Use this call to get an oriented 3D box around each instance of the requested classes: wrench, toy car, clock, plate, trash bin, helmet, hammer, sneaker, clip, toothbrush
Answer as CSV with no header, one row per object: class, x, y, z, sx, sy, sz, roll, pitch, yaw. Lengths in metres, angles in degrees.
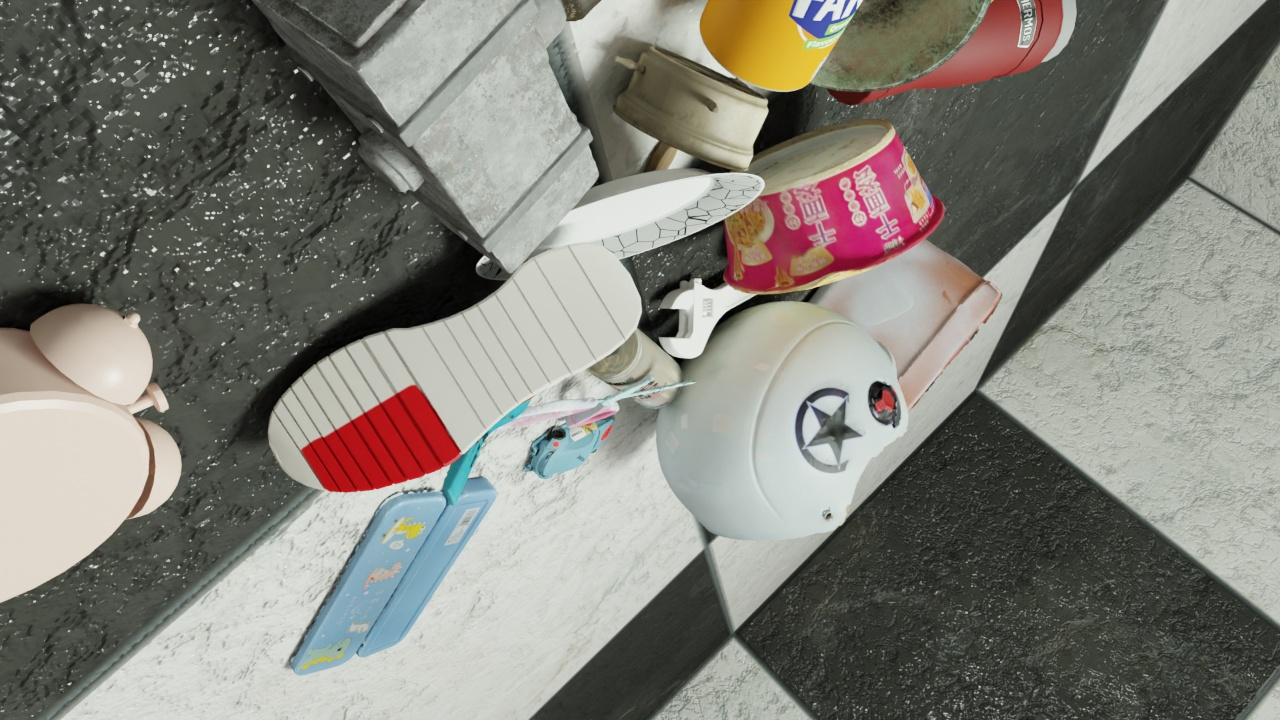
wrench,0.109,-0.076,0.887,0.272,0.018,0.066,-31,116,-40
toy car,-0.058,0.080,0.869,0.107,0.027,0.060,-25,148,-41
clock,0.044,-0.163,0.583,0.140,0.093,0.055,-20,139,-60
plate,-0.015,-0.090,0.584,0.188,0.016,0.188,-17,176,-1
trash bin,0.290,-0.028,1.129,0.260,0.157,0.181,-55,156,15
helmet,0.121,0.036,0.906,0.163,0.237,0.263,47,66,-26
hammer,-0.013,-0.207,0.438,0.326,0.079,0.177,-49,157,-8
sneaker,-0.116,0.006,0.593,0.236,0.090,0.104,-32,-176,-12
clock,-0.280,0.056,0.393,0.160,0.086,0.131,-36,156,-38
clip,-0.131,0.035,0.663,0.120,0.104,0.027,-42,161,-29
toothbrush,-0.017,-0.089,0.685,0.016,0.016,0.167,-10,137,-57

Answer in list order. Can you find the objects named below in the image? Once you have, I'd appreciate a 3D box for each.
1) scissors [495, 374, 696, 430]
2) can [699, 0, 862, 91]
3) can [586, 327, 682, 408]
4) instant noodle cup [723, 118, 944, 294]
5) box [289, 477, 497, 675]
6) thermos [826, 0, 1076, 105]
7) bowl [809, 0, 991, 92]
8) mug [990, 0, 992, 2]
scissors,-0.047,0.038,0.755,0.173,0.013,0.171,-6,169,-30
can,0.093,-0.226,0.510,0.078,0.079,0.143,-30,163,-35
can,-0.005,0.005,0.806,0.054,0.054,0.135,-48,157,2
instant noodle cup,0.137,-0.127,0.716,0.178,0.179,0.078,-34,114,-27
box,-0.211,0.188,0.790,0.209,0.021,0.125,-56,156,20
thermos,0.234,-0.257,0.727,0.198,0.108,0.084,-18,106,-22
bowl,0.137,-0.245,0.568,0.158,0.157,0.038,99,8,-52
mug,0.197,-0.293,0.609,0.082,0.106,0.083,-38,156,-21
